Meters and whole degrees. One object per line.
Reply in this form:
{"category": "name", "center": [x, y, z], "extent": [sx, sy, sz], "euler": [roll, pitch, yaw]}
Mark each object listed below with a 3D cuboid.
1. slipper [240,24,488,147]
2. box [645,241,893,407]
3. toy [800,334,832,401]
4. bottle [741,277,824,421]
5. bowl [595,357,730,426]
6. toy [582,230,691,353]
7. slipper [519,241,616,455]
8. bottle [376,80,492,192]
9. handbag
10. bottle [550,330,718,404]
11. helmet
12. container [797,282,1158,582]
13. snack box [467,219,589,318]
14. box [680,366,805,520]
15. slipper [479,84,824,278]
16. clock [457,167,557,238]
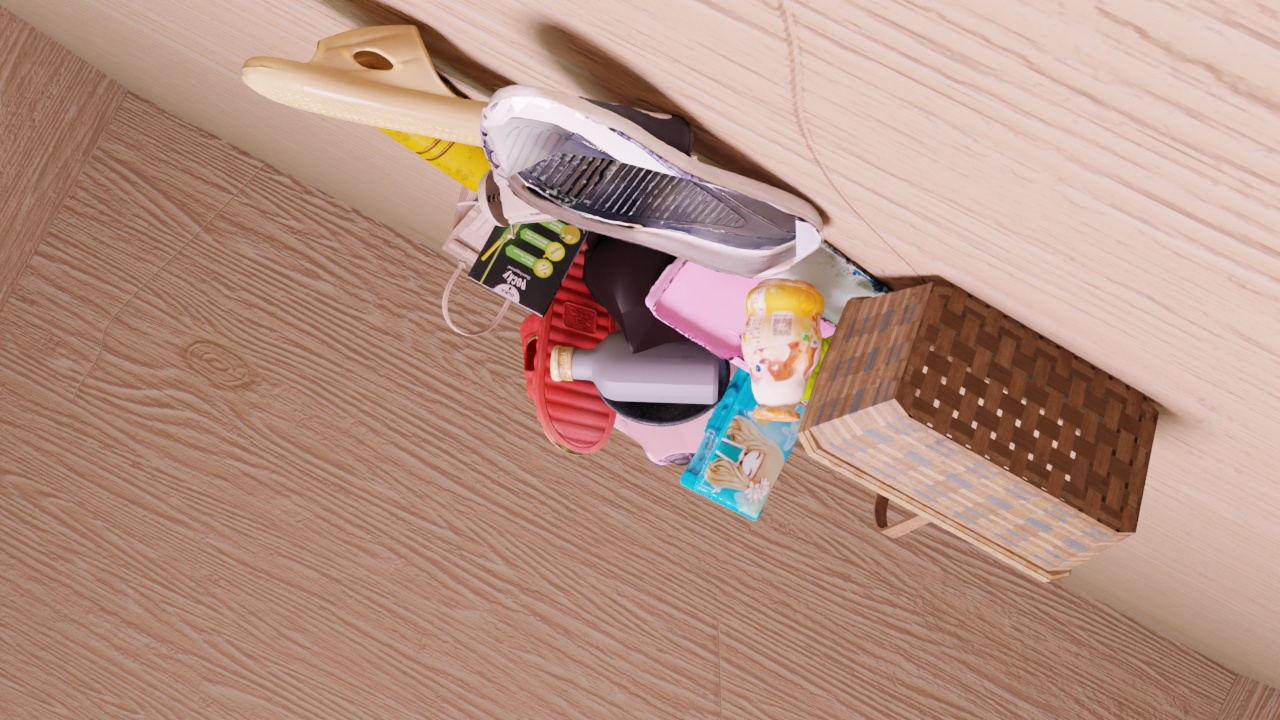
{"category": "slipper", "center": [-0.181, -0.226, 0.748], "extent": [0.261, 0.079, 0.111], "euler": [9, -178, -15]}
{"category": "box", "center": [0.138, -0.044, 0.803], "extent": [0.230, 0.161, 0.062], "euler": [30, -141, -28]}
{"category": "toy", "center": [0.144, 0.003, 0.778], "extent": [0.036, 0.093, 0.094], "euler": [-126, 15, -68]}
{"category": "bottle", "center": [0.110, -0.008, 0.719], "extent": [0.063, 0.109, 0.063], "euler": [6, 174, 1]}
{"category": "bowl", "center": [0.023, 0.027, 0.940], "extent": [0.137, 0.136, 0.057], "euler": [26, 147, 23]}
{"category": "toy", "center": [-0.001, -0.078, 0.894], "extent": [0.159, 0.140, 0.184], "euler": [29, 177, -20]}
{"category": "slipper", "center": [-0.076, -0.022, 0.965], "extent": [0.103, 0.248, 0.059], "euler": [11, 160, -32]}
{"category": "bottle", "center": [-0.200, -0.229, 0.854], "extent": [0.163, 0.071, 0.071], "euler": [31, 175, -40]}
{"category": "handbag", "center": [-0.184, -0.122, 1.177], "extent": [0.062, 0.198, 0.175], "euler": [25, 175, 42]}
{"category": "bottle", "center": [-0.005, 0.005, 0.890], "extent": [0.161, 0.072, 0.046], "euler": [2, 139, 5]}
{"category": "helmet", "center": [0.070, 0.002, 1.088], "extent": [0.153, 0.229, 0.255], "euler": [-10, 149, 27]}
{"category": "container", "center": [0.252, 0.061, 0.736], "extent": [0.250, 0.157, 0.187], "euler": [28, 156, -7]}
{"category": "snack box", "center": [-0.094, -0.125, 0.880], "extent": [0.080, 0.147, 0.025], "euler": [28, 177, -3]}
{"category": "box", "center": [0.138, 0.047, 0.928], "extent": [0.085, 0.227, 0.170], "euler": [25, 175, 25]}
{"category": "slipper", "center": [0.011, -0.130, 0.643], "extent": [0.263, 0.063, 0.111], "euler": [18, 149, -23]}
{"category": "clock", "center": [-0.090, -0.141, 0.793], "extent": [0.157, 0.061, 0.103], "euler": [-5, -172, 24]}
